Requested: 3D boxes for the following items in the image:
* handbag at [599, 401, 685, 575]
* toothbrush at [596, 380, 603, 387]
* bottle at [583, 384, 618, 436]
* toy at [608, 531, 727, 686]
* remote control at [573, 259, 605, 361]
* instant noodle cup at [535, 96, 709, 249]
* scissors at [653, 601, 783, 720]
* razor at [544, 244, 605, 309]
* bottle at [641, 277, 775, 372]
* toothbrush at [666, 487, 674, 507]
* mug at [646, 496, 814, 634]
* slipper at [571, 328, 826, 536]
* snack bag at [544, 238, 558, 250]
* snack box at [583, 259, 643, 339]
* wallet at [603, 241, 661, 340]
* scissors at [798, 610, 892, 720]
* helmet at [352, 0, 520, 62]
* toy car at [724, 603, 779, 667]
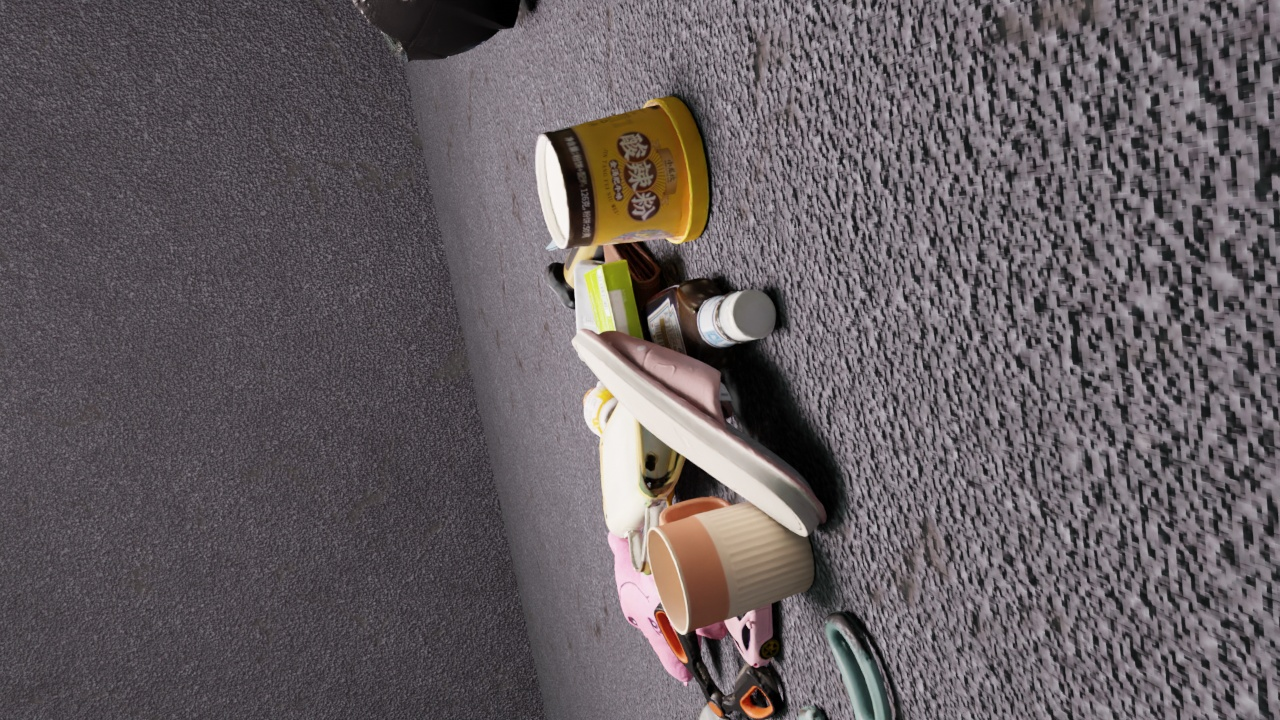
[{"bbox_3d":[0.005,0.129,0.913,0.164,0.063,0.178,117,154,-62],"label":"handbag"},{"bbox_3d":[-0.038,0.111,1.200,0.016,0.016,0.180,-132,31,-70],"label":"toothbrush"},{"bbox_3d":[-0.036,0.057,1.059,0.108,0.063,0.063,-155,54,-70],"label":"bottle"},{"bbox_3d":[0.031,0.262,0.974,0.195,0.074,0.178,-15,94,62],"label":"toy"},{"bbox_3d":[-0.044,-0.052,1.024,0.020,0.056,0.136,-71,-15,-49],"label":"remote control"},{"bbox_3d":[-0.019,-0.146,0.744,0.119,0.114,0.118,167,90,-74],"label":"instant noodle cup"},{"bbox_3d":[0.077,0.323,0.904,0.228,0.021,0.221,54,150,3],"label":"scissors"},{"bbox_3d":[-0.064,-0.117,1.027,0.168,0.067,0.062,127,155,-62],"label":"razor"},{"bbox_3d":[0.051,-0.027,0.732,0.195,0.044,0.080,169,84,-73],"label":"bottle"},{"bbox_3d":[0.036,0.208,1.025,0.018,0.016,0.191,-112,14,-66],"label":"toothbrush"},{"bbox_3d":[0.063,0.147,0.717,0.114,0.105,0.082,-128,29,-56],"label":"mug"},{"bbox_3d":[0.043,0.039,0.714,0.274,0.054,0.114,35,166,41],"label":"slipper"},{"bbox_3d":[-0.065,-0.183,0.980,0.191,0.038,0.110,165,111,-73],"label":"snack bag"},{"bbox_3d":[-0.026,-0.048,0.877,0.156,0.026,0.086,-169,66,-81],"label":"snack box"},{"bbox_3d":[-0.004,-0.066,0.918,0.124,0.032,0.101,-123,22,-51],"label":"wallet"},{"bbox_3d":[0.151,0.259,0.672,0.171,0.019,0.170,-178,77,-75],"label":"scissors"},{"bbox_3d":[-0.243,-0.480,1.039,0.233,0.229,0.275,51,142,38],"label":"helmet"},{"bbox_3d":[0.093,0.211,0.797,0.056,0.037,0.122,-136,37,-60],"label":"toy car"}]
